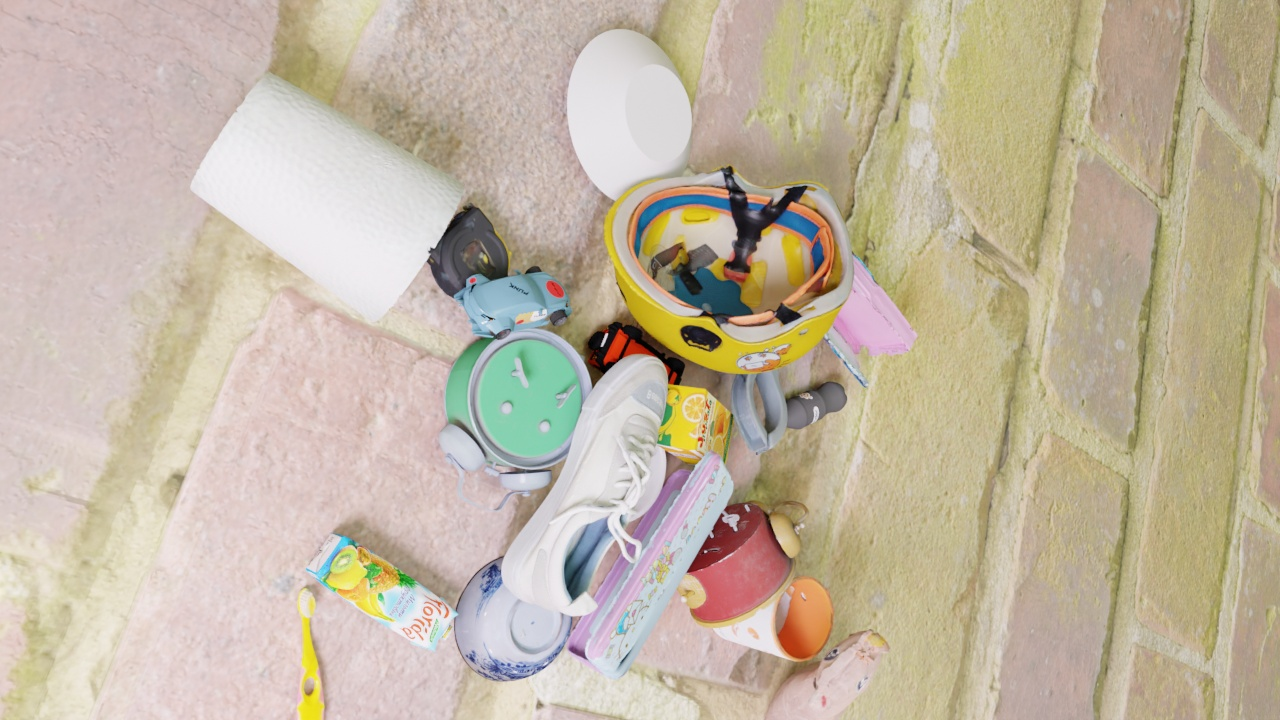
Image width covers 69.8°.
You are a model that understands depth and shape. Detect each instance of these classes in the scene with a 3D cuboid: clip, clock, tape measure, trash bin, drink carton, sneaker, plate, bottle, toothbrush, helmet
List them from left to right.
[{"bbox_3d":[-0.262,0.248,0.723,0.021,0.016,0.135,0,86,-39],"label":"toothbrush"},{"bbox_3d":[-0.240,-0.128,0.704,0.161,0.133,0.133,34,68,-23],"label":"trash bin"},{"bbox_3d":[-0.208,0.190,0.750,0.129,0.039,0.044,43,64,-25],"label":"drink carton"},{"bbox_3d":[-0.150,-0.089,0.810,0.072,0.042,0.071,50,59,-24],"label":"tape measure"},{"bbox_3d":[-0.112,0.052,0.804,0.122,0.075,0.161,30,70,-30],"label":"clock"},{"bbox_3d":[-0.022,0.107,0.790,0.089,0.091,0.241,49,63,-45],"label":"sneaker"},{"bbox_3d":[0.006,-0.241,0.909,0.173,0.036,0.174,-3,95,-44],"label":"plate"},{"bbox_3d":[0.054,0.067,0.900,0.122,0.041,0.058,39,61,-64],"label":"drink carton"},{"bbox_3d":[0.080,-0.074,0.901,0.240,0.140,0.208,8,54,1],"label":"helmet"},{"bbox_3d":[0.095,0.183,0.907,0.158,0.117,0.081,-34,102,-11],"label":"clock"},{"bbox_3d":[0.117,0.019,0.963,0.090,0.027,0.162,35,44,-26],"label":"clip"},{"bbox_3d":[0.186,0.054,1.032,0.109,0.036,0.036,-20,98,-34],"label":"bottle"}]

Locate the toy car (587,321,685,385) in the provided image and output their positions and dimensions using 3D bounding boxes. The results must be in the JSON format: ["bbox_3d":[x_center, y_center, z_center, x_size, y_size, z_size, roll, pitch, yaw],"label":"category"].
[{"bbox_3d":[-0.005,0.005,0.897,0.100,0.049,0.051,36,67,-27],"label":"toy car"}]

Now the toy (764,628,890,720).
[{"bbox_3d":[0.195,0.313,0.917,0.065,0.265,0.195,39,52,19],"label":"toy"}]

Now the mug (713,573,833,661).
[{"bbox_3d":[0.131,0.255,0.938,0.082,0.105,0.082,3,85,-34],"label":"mug"}]

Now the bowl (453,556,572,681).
[{"bbox_3d":[-0.103,0.232,0.815,0.114,0.045,0.114,3,85,-34],"label":"bowl"}]

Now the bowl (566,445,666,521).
[{"bbox_3d":[-0.032,0.099,0.876,0.109,0.041,0.110,2,86,-35],"label":"bowl"}]

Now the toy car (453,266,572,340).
[{"bbox_3d":[-0.102,-0.055,0.786,0.107,0.028,0.060,-15,68,-40],"label":"toy car"}]

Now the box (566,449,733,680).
[{"bbox_3d":[0.014,0.188,0.840,0.062,0.140,0.213,33,70,1],"label":"box"}]

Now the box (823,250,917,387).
[{"bbox_3d":[0.204,-0.069,1.023,0.230,0.085,0.090,46,62,-23],"label":"box"}]
